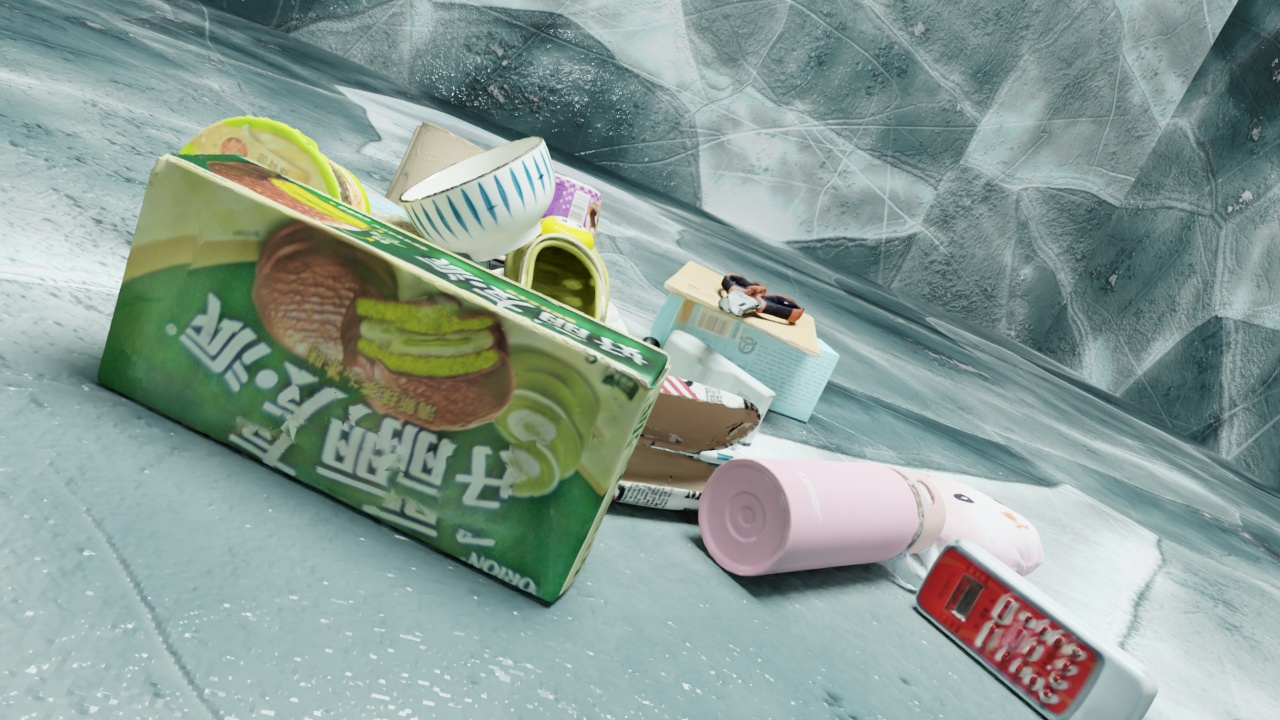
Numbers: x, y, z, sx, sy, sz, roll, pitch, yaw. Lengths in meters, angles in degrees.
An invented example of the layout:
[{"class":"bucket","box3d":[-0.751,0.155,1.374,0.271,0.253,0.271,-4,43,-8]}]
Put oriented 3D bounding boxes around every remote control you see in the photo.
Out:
[{"class":"remote control","box3d":[0.059,0.020,0.774,0.024,0.049,0.125,6,23,-45]},{"class":"remote control","box3d":[0.220,0.159,0.525,0.020,0.056,0.136,13,19,-42]}]

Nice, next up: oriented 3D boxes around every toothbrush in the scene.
[{"class":"toothbrush","box3d":[0.002,0.056,0.627,0.191,0.018,0.016,16,16,-36]}]

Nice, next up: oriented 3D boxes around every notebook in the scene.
[{"class":"notebook","box3d":[0.102,-0.054,0.881,0.148,0.008,0.207,25,14,3]}]

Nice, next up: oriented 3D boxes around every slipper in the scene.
[{"class":"slipper","box3d":[-0.059,-0.061,0.726,0.091,0.082,0.190,16,37,-15]}]

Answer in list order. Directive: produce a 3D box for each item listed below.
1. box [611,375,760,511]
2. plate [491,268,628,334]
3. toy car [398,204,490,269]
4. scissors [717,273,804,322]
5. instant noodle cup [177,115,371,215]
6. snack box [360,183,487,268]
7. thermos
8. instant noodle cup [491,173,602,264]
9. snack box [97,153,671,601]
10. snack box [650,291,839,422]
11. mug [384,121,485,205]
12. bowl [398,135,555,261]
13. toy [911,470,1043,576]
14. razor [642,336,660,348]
[{"class":"box","box3d":[0.004,0.059,0.550,0.162,0.076,0.087,13,57,-37]},{"class":"plate","box3d":[-0.077,-0.049,0.832,0.163,0.034,0.164,13,18,-35]},{"class":"toy car","box3d":[-0.178,-0.099,0.791,0.122,0.056,0.037,25,39,34]},{"class":"scissors","box3d":[0.107,-0.048,0.815,0.185,0.015,0.208,18,15,-26]},{"class":"instant noodle cup","box3d":[-0.242,-0.103,0.631,0.111,0.112,0.123,24,7,-3]},{"class":"snack box","box3d":[-0.211,-0.095,0.742,0.175,0.052,0.074,33,18,28]},{"class":"thermos","box3d":[0.126,0.104,0.570,0.198,0.067,0.087,11,51,-46]},{"class":"instant noodle cup","box3d":[-0.092,-0.135,0.933,0.111,0.099,0.111,16,-1,0]},{"class":"snack box","box3d":[-0.116,0.003,0.422,0.240,0.115,0.063,25,16,3]},{"class":"snack box","box3d":[0.096,-0.007,0.873,0.174,0.074,0.051,20,15,-17]},{"class":"mug","box3d":[-0.204,-0.168,0.886,0.125,0.103,0.084,29,3,42]},{"class":"bowl","box3d":[-0.115,-0.116,0.694,0.116,0.066,0.116,-19,23,8]},{"class":"toy","box3d":[0.229,0.117,0.705,0.121,0.054,0.159,11,12,-43]},{"class":"razor","box3d":[-0.005,0.005,0.769,0.042,0.022,0.142,30,19,2]}]
